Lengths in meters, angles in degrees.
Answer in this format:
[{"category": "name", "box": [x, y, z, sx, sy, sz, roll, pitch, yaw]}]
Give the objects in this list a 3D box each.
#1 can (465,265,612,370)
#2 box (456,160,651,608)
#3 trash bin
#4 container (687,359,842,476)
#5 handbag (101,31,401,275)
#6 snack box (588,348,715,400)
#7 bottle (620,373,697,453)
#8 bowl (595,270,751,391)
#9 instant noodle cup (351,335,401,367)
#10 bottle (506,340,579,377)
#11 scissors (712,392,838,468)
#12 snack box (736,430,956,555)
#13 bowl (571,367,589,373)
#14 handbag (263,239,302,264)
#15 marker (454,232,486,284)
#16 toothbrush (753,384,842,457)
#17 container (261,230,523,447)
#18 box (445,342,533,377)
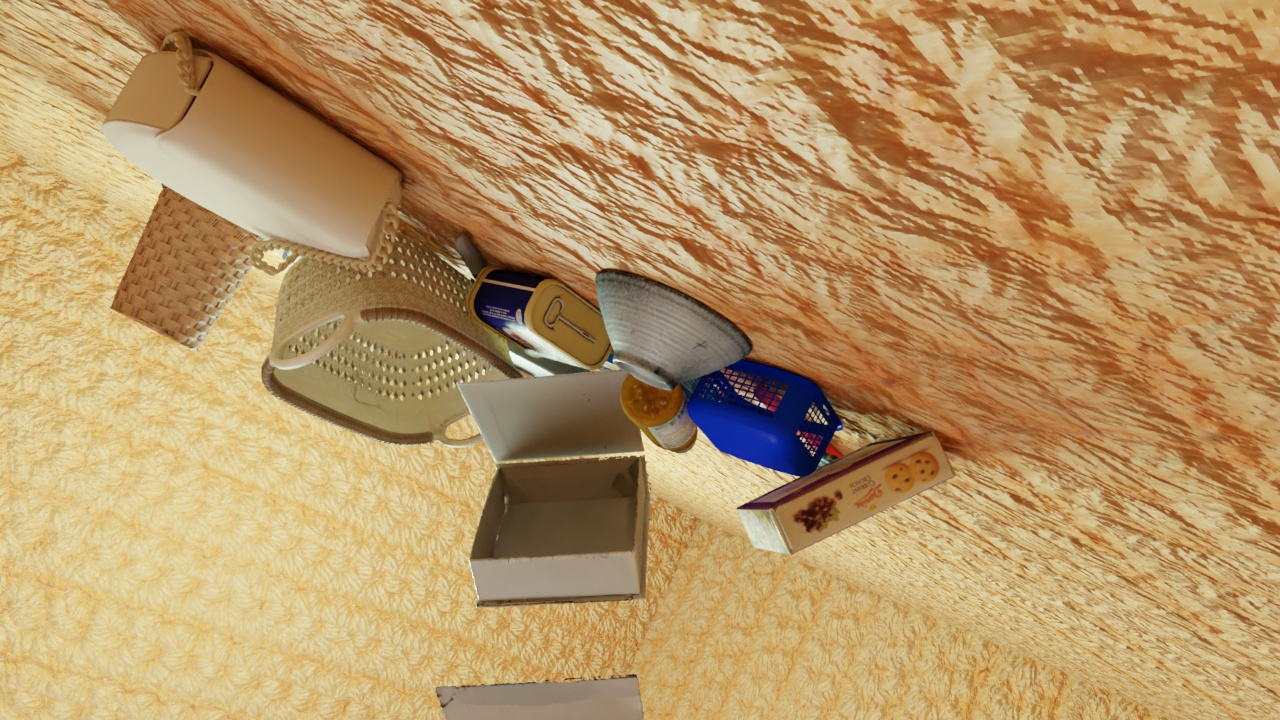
[{"category": "can", "box": [-0.090, -0.039, 0.860, 0.092, 0.056, 0.116, 14, 165, 46]}, {"category": "box", "box": [-0.087, 0.017, 0.912, 0.167, 0.422, 0.173, -5, -176, 4]}, {"category": "trash bin", "box": [-0.606, -0.135, 1.231, 0.151, 0.210, 0.151, 26, 170, 5]}, {"category": "container", "box": [0.101, 0.049, 0.773, 0.114, 0.058, 0.096, 15, 156, 41]}, {"category": "handbag", "box": [-0.302, -0.145, 0.720, 0.210, 0.103, 0.209, 31, 165, -34]}, {"category": "snack box", "box": [-0.006, 0.005, 0.933, 0.151, 0.034, 0.087, 20, 168, 34]}, {"category": "bottle", "box": [0.024, 0.051, 0.849, 0.053, 0.053, 0.186, 24, 170, 15]}, {"category": "bowl", "box": [0.014, -0.013, 0.724, 0.137, 0.057, 0.137, 26, 170, 5]}, {"category": "instant noodle cup", "box": [-0.334, -0.076, 1.147, 0.122, 0.123, 0.124, 35, 171, 6]}, {"category": "bottle", "box": [-0.130, -0.007, 1.153, 0.083, 0.046, 0.174, 28, 170, -13]}, {"category": "scissors", "box": [0.166, 0.093, 0.939, 0.201, 0.015, 0.203, 35, 173, -25]}, {"category": "snack box", "box": [0.161, 0.109, 0.755, 0.148, 0.143, 0.040, 114, 131, -81]}, {"category": "bowl", "box": [-0.029, 0.027, 1.048, 0.110, 0.055, 0.110, 26, 171, 4]}, {"category": "handbag", "box": [-0.300, -0.109, 0.996, 0.176, 0.074, 0.151, 8, 162, 31]}, {"category": "marker", "box": [-0.157, -0.092, 0.855, 0.016, 0.022, 0.139, 30, 171, 5]}, {"category": "toothbrush", "box": [0.157, 0.068, 0.904, 0.018, 0.012, 0.212, 22, 170, 42]}, {"category": "container", "box": [-0.237, -0.017, 0.897, 0.185, 0.142, 0.246, -23, 149, 17]}, {"category": "box", "box": [-0.210, -0.010, 1.258, 0.152, 0.038, 0.201, 29, -178, -5]}]
